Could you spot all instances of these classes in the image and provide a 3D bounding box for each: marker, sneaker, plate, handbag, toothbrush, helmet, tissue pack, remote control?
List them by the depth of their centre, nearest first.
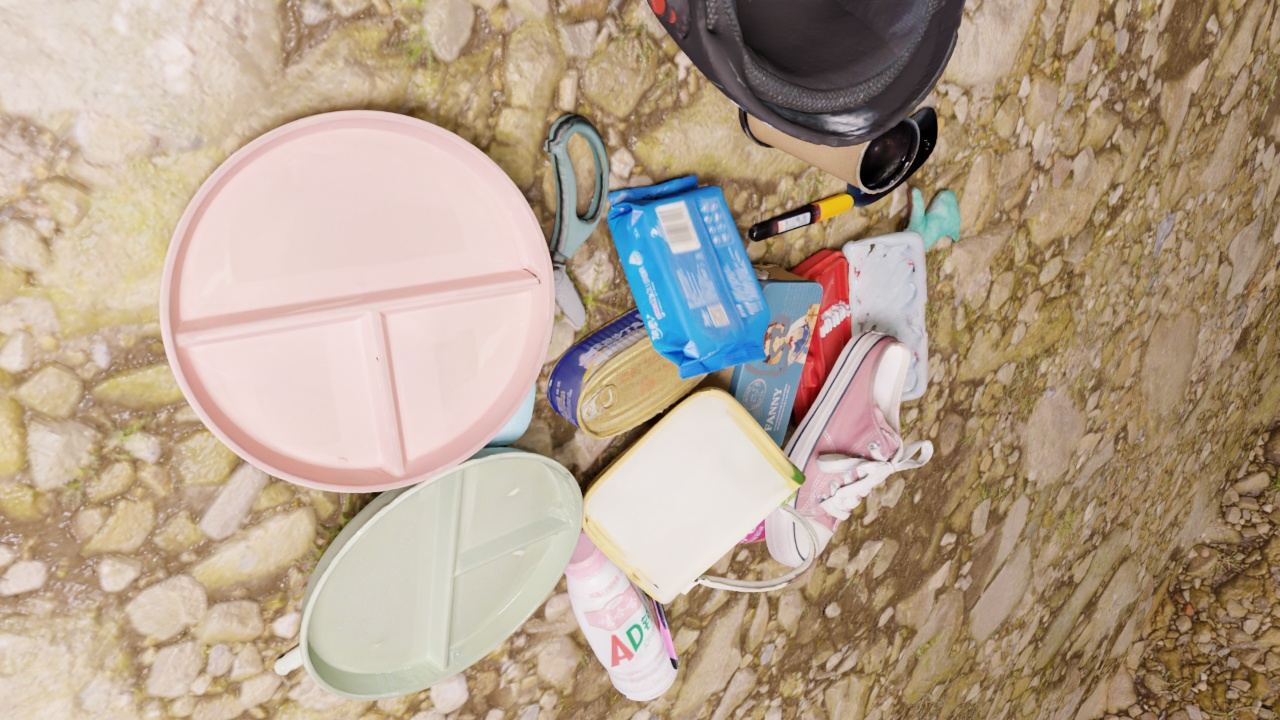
[{"bbox_3d":[-0.162,-0.033,0.555,0.229,0.028,0.230,-7,106,-26],"label":"plate"},{"bbox_3d":[0.102,-0.279,0.559,0.233,0.230,0.275,-16,121,-19],"label":"helmet"},{"bbox_3d":[-0.141,0.155,0.674,0.229,0.027,0.231,-27,138,-27],"label":"plate"},{"bbox_3d":[-0.184,0.178,0.689,0.189,0.029,0.020,-29,85,-27],"label":"toothbrush"},{"bbox_3d":[0.037,-0.063,0.700,0.094,0.052,0.157,-17,84,-36],"label":"tissue pack"},{"bbox_3d":[0.058,0.129,0.766,0.163,0.063,0.179,-43,92,4],"label":"handbag"},{"bbox_3d":[0.010,0.190,0.825,0.017,0.014,0.189,-23,101,-41],"label":"toothbrush"},{"bbox_3d":[0.146,-0.130,0.833,0.123,0.015,0.018,-23,123,-29],"label":"marker"},{"bbox_3d":[0.198,0.089,0.853,0.118,0.088,0.241,27,88,-41],"label":"sneaker"},{"bbox_3d":[0.250,-0.195,0.885,0.136,0.024,0.053,-41,132,-19],"label":"remote control"}]

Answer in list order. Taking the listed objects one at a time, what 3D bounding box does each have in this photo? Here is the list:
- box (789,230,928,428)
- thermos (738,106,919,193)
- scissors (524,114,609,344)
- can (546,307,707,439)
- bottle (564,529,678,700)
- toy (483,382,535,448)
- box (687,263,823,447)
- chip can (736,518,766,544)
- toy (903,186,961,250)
[{"bbox_3d":[0.213,-0.024,0.916,0.160,0.063,0.201,-21,126,-12],"label":"box"},{"bbox_3d":[0.145,-0.190,0.716,0.093,0.143,0.093,-22,136,-23],"label":"thermos"},{"bbox_3d":[-0.061,-0.097,0.658,0.171,0.019,0.177,-48,134,-13],"label":"scissors"},{"bbox_3d":[-0.004,0.004,0.740,0.147,0.049,0.075,-32,129,-27],"label":"can"},{"bbox_3d":[-0.023,0.230,0.831,0.068,0.068,0.197,-39,130,-21],"label":"bottle"},{"bbox_3d":[-0.123,0.039,0.650,0.156,0.050,0.161,-49,134,-1],"label":"toy"},{"bbox_3d":[0.097,0.006,0.825,0.089,0.063,0.184,-7,114,-39],"label":"box"},{"bbox_3d":[0.097,0.143,0.889,0.210,0.071,0.071,5,108,-44],"label":"chip can"},{"bbox_3d":[0.302,-0.146,0.955,0.091,0.030,0.096,-38,126,-25],"label":"toy"}]
